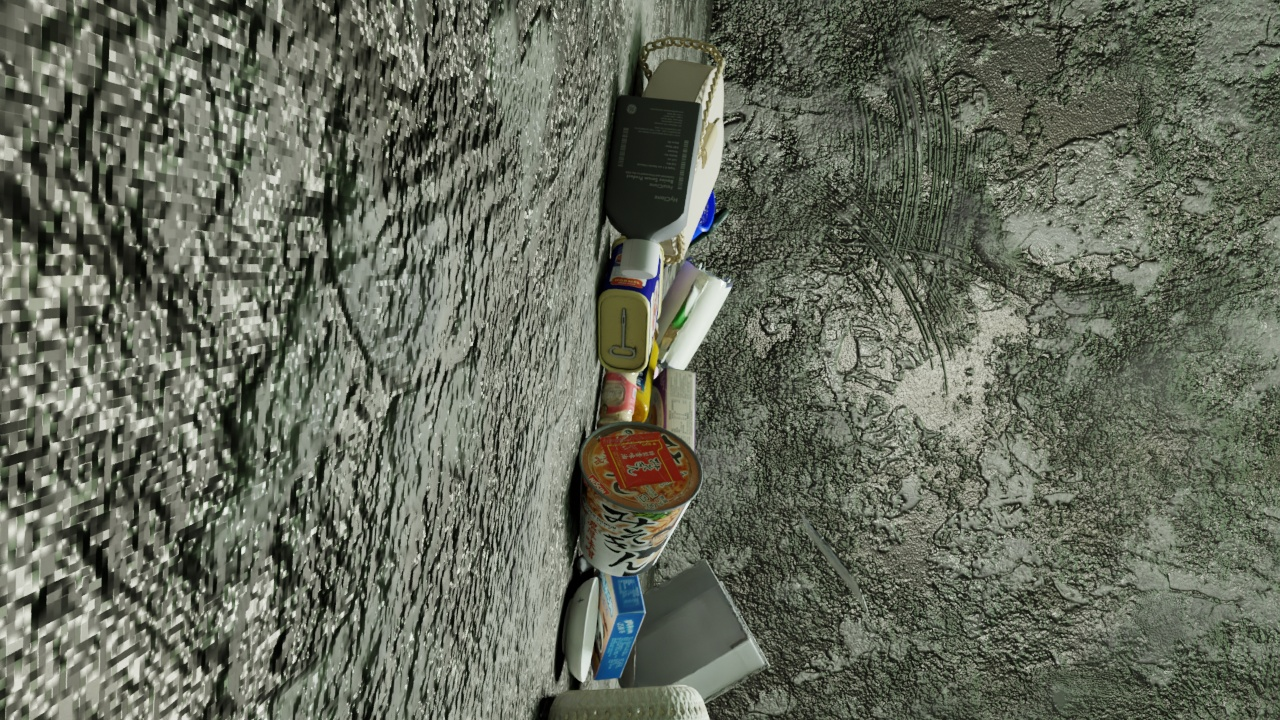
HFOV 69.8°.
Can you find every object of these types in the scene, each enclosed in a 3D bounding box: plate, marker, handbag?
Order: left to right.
[{"bbox_3d":[-0.063,0.274,0.941,0.104,0.026,0.104,8,88,-85],"label":"plate"},{"bbox_3d":[-0.059,0.220,1.014,0.138,0.016,0.022,66,-1,-79],"label":"marker"},{"bbox_3d":[0.034,-0.239,1.074,0.209,0.103,0.210,88,21,-54],"label":"handbag"},{"bbox_3d":[0.054,-0.061,1.243,0.151,0.074,0.175,-61,173,12],"label":"handbag"}]

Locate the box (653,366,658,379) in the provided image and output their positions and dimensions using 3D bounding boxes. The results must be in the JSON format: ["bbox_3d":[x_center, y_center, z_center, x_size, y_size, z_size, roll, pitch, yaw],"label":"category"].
[{"bbox_3d":[0.006,0.011,1.403,0.201,0.038,0.152,-40,135,-84],"label":"box"}]

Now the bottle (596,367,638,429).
[{"bbox_3d":[-0.026,0.052,1.007,0.044,0.044,0.109,80,16,-74],"label":"bottle"}]

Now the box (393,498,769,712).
[{"bbox_3d":[-0.060,0.273,1.071,0.174,0.422,0.167,-51,-151,9],"label":"box"}]

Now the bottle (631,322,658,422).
[{"bbox_3d":[-0.007,0.007,1.122,0.185,0.053,0.053,-78,172,-54],"label":"bottle"}]

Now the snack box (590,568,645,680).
[{"bbox_3d":[-0.031,0.277,1.008,0.152,0.034,0.087,105,-22,-44],"label":"snack box"}]

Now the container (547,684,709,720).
[{"bbox_3d":[-0.008,0.391,0.886,0.246,0.184,0.142,86,1,-70],"label":"container"}]

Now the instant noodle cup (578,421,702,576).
[{"bbox_3d":[-0.011,0.148,0.935,0.123,0.123,0.122,-78,-179,-53],"label":"instant noodle cup"}]

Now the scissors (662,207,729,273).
[{"bbox_3d":[0.055,-0.151,1.295,0.203,0.015,0.201,-42,-169,25],"label":"scissors"}]

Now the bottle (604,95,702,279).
[{"bbox_3d":[0.009,-0.167,0.900,0.046,0.084,0.173,69,28,-80],"label":"bottle"}]

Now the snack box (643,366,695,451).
[{"bbox_3d":[0.023,0.102,1.131,0.148,0.040,0.143,131,-35,-59],"label":"snack box"}]

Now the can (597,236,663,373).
[{"bbox_3d":[-0.011,-0.056,0.964,0.092,0.056,0.116,-77,172,-47],"label":"can"}]

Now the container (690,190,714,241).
[{"bbox_3d":[0.047,-0.212,1.248,0.058,0.096,0.114,-37,-155,34],"label":"container"}]
